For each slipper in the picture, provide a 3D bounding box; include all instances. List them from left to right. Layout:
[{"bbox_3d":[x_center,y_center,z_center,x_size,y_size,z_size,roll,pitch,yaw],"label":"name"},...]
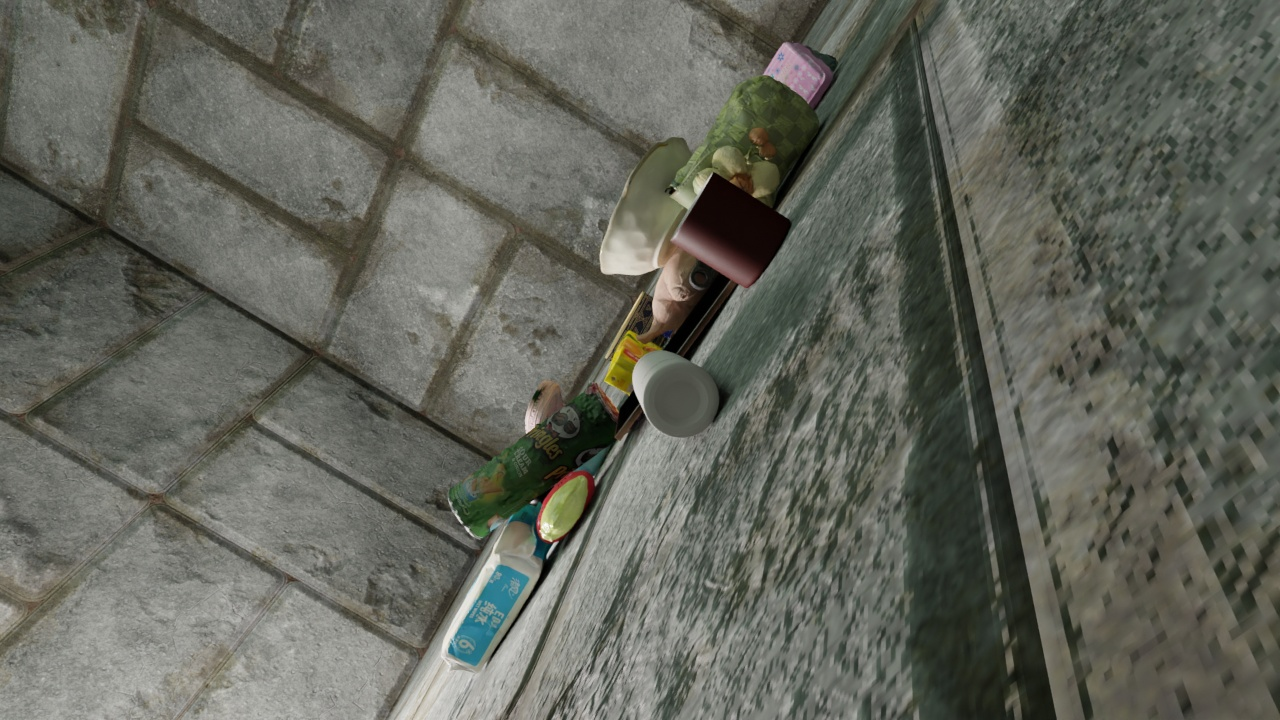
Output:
[{"bbox_3d":[-0.123,0.110,1.355,0.240,0.064,0.094,94,-160,-59],"label":"slipper"}]

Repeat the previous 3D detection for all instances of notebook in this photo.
[{"bbox_3d":[0.038,-0.013,1.000,0.209,0.008,0.141,-54,5,8],"label":"notebook"}]

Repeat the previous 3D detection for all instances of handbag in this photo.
[{"bbox_3d":[0.118,-0.224,1.009,0.186,0.113,0.117,-58,10,2],"label":"handbag"}]

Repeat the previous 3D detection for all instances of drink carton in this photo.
[{"bbox_3d":[-0.007,0.007,1.158,0.043,0.058,0.134,-60,4,15],"label":"drink carton"}]

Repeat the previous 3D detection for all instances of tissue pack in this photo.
[{"bbox_3d":[-0.171,0.277,1.099,0.210,0.066,0.116,-58,5,21],"label":"tissue pack"}]

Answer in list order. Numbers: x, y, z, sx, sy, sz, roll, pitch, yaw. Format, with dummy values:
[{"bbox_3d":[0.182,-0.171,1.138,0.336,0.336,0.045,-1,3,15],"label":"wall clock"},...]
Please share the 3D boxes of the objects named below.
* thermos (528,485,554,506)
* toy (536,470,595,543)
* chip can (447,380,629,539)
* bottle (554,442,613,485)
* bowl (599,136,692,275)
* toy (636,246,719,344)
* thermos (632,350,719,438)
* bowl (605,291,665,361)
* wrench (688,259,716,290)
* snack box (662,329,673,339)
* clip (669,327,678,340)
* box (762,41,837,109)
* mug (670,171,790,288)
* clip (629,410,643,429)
[{"bbox_3d":[-0.108,0.156,1.262,0.230,0.061,0.061,-61,4,-30],"label":"thermos"},{"bbox_3d":[-0.085,0.164,1.037,0.091,0.045,0.135,-55,2,-4],"label":"toy"},{"bbox_3d":[-0.123,0.119,1.079,0.223,0.075,0.075,-37,5,2],"label":"chip can"},{"bbox_3d":[-0.068,0.123,1.165,0.129,0.040,0.040,-60,4,-21],"label":"bottle"},{"bbox_3d":[0.026,-0.174,1.116,0.188,0.060,0.219,-55,-12,-16],"label":"bowl"},{"bbox_3d":[0.086,-0.150,1.166,0.263,0.065,0.197,-59,8,-35],"label":"toy"},{"bbox_3d":[0.022,0.021,0.731,0.052,0.052,0.224,-58,4,1],"label":"thermos"},{"bbox_3d":[0.002,-0.037,1.347,0.112,0.061,0.112,-60,3,5],"label":"bowl"},{"bbox_3d":[0.120,-0.198,1.091,0.272,0.073,0.018,-63,5,-20],"label":"wrench"},{"bbox_3d":[0.061,-0.094,1.308,0.082,0.027,0.150,-57,4,24],"label":"snack box"},{"bbox_3d":[0.039,-0.059,1.216,0.061,0.043,0.025,-66,8,-21],"label":"clip"},{"bbox_3d":[0.189,-0.324,1.273,0.096,0.085,0.231,-16,-31,-45],"label":"box"},{"bbox_3d":[0.078,-0.115,0.845,0.073,0.082,0.106,-59,4,-11],"label":"mug"},{"bbox_3d":[-0.005,0.061,1.064,0.036,0.013,0.053,-53,5,48],"label":"clip"}]
